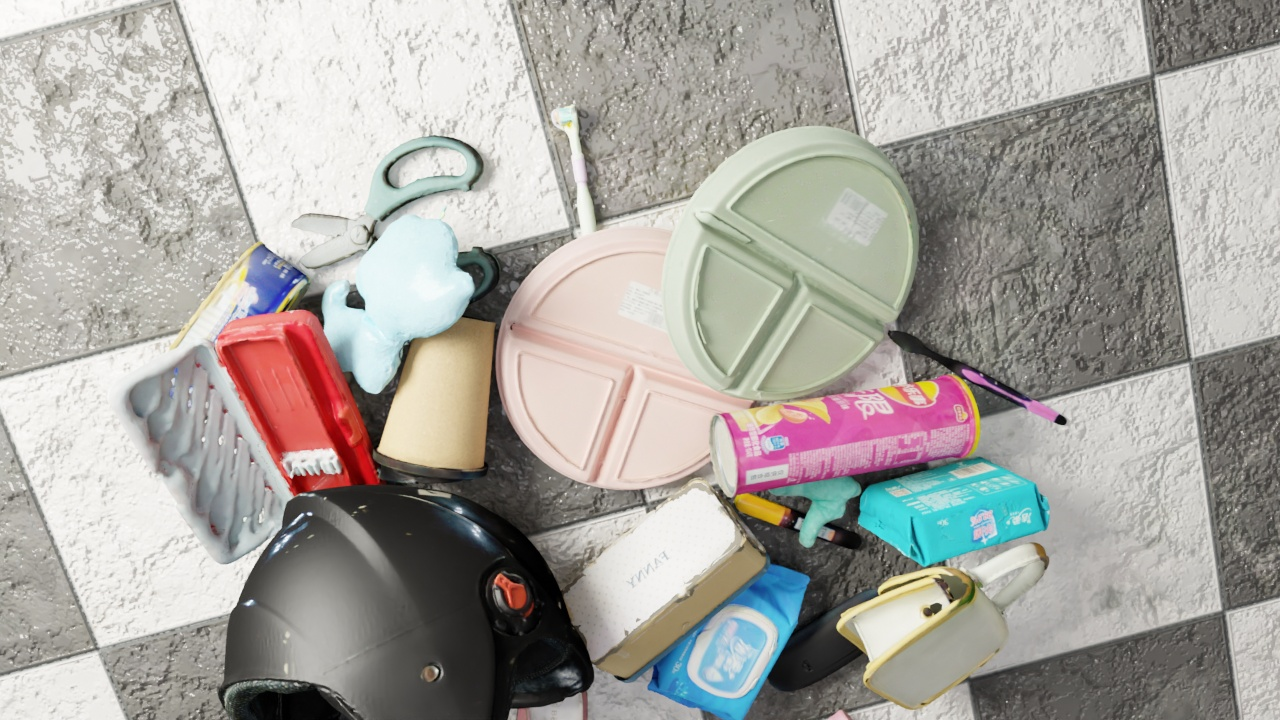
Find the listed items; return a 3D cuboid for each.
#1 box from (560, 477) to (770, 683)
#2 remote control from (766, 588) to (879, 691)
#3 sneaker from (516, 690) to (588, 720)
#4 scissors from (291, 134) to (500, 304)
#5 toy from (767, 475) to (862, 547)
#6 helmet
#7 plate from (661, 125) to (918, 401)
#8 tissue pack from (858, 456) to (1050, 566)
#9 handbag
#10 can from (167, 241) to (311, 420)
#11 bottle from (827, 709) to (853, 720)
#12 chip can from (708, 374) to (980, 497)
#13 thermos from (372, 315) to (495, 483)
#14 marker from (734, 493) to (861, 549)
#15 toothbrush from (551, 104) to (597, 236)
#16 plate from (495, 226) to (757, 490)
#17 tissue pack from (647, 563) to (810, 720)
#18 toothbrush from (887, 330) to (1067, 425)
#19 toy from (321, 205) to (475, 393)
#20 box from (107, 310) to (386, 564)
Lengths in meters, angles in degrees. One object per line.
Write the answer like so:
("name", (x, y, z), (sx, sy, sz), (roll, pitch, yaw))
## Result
("box", (0.014, 0.189, 0.773), (0.184, 0.089, 0.063), (-41, 137, 8))
("remote control", (0.174, 0.258, 0.835), (0.136, 0.024, 0.053), (-35, 102, 4))
("sneaker", (-0.079, 0.389, 0.814), (0.118, 0.088, 0.241), (2, 100, -4))
("scissors", (-0.190, -0.093, 0.747), (0.177, 0.019, 0.172), (-28, 102, 1))
("toy", (0.146, 0.110, 0.799), (0.092, 0.030, 0.096), (26, 86, -7))
("helmet", (-0.175, 0.209, 0.706), (0.274, 0.234, 0.230), (5, 58, -31))
("plate", (0.125, -0.067, 0.721), (0.229, 0.027, 0.230), (-11, 119, -20))
("tissue pack", (0.259, 0.127, 0.772), (0.133, 0.093, 0.050), (-12, 100, -8))
("handbag", (0.264, 0.212, 0.773), (0.179, 0.063, 0.163), (-37, 140, 9))
("can", (-0.324, -0.021, 0.725), (0.049, 0.074, 0.148), (37, 96, -12))
("bottle", (0.123, 0.399, 0.840), (0.197, 0.068, 0.068), (-41, 101, 2))
("chip can", (0.166, 0.061, 0.757), (0.210, 0.071, 0.071), (-8, 102, -10))
("thermos", (-0.161, 0.033, 0.742), (0.093, 0.093, 0.143), (10, 93, -5))
("marker", (0.141, 0.143, 0.816), (0.124, 0.015, 0.018), (21, 97, -10))
("toothbrush", (-0.045, -0.111, 0.752), (0.020, 0.029, 0.189), (-21, 107, -41))
("plate", (-0.005, 0.004, 0.762), (0.229, 0.028, 0.230), (-2, 104, -7))
("tissue pack", (0.078, 0.244, 0.812), (0.095, 0.052, 0.157), (25, 99, -8))
("toothbrush", (0.295, 0.015, 0.802), (0.189, 0.017, 0.014), (25, 99, -11))
("toy", (-0.188, -0.049, 0.701), (0.161, 0.049, 0.156), (22, 100, 34))
("box", (-0.293, 0.062, 0.711), (0.160, 0.063, 0.201), (-21, 131, -14))
